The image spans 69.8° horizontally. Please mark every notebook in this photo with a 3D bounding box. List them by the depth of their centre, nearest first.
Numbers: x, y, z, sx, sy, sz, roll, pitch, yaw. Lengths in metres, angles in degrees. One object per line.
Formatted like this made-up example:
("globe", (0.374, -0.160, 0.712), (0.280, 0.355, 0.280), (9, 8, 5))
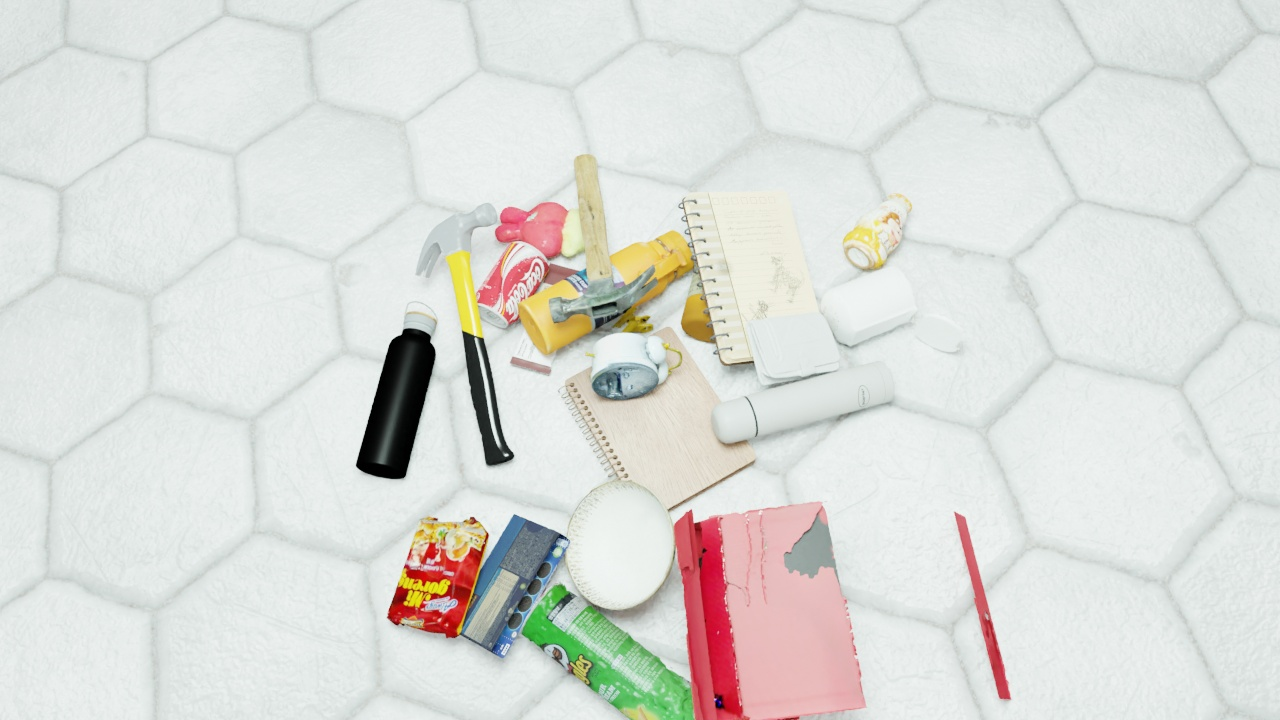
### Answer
("notebook", (0.018, 0.078, 1.143), (0.169, 0.022, 0.210), (-28, 67, -11))
("notebook", (0.143, -0.109, 1.163), (0.167, 0.024, 0.225), (-6, 76, -26))

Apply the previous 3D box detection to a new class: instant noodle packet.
("instant noodle packet", (-0.232, 0.244, 1.053), (0.099, 0.039, 0.135), (2, 64, 29))

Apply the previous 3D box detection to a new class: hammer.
("hammer", (-0.210, -0.028, 1.155), (0.127, 0.029, 0.323), (-17, 79, 26))
("hammer", (-0.059, -0.173, 1.193), (0.132, 0.033, 0.329), (-12, 44, 2))

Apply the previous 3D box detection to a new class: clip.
("clip", (-0.008, -0.050, 1.193), (0.044, 0.054, 0.049), (48, 50, 4))

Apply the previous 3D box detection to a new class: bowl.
("bowl", (-0.010, 0.212, 1.044), (0.145, 0.063, 0.145), (-12, 69, 32))

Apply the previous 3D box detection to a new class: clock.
("clock", (-0.007, 0.007, 1.119), (0.117, 0.083, 0.057), (-6, 58, -1))

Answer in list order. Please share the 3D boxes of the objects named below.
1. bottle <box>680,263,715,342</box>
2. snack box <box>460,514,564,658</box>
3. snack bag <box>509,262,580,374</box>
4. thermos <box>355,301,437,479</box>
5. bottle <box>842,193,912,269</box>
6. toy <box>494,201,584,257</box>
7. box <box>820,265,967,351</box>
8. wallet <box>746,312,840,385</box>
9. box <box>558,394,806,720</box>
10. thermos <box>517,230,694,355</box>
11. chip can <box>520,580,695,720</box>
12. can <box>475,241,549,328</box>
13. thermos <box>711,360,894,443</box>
("bottle", (0.102, -0.106, 1.197), (0.068, 0.068, 0.156), (12, 66, 8))
("snack box", (-0.150, 0.254, 1.047), (0.082, 0.027, 0.150), (13, 63, 42))
("snack bag", (-0.120, -0.057, 1.214), (0.057, 0.013, 0.157), (14, 66, 8))
("thermos", (-0.299, 0.030, 1.156), (0.061, 0.061, 0.230), (6, 66, 5))
("bottle", (0.318, -0.174, 1.221), (0.063, 0.063, 0.109), (33, 71, 16))
("toy", (-0.131, -0.178, 1.252), (0.135, 0.045, 0.091), (4, 56, -1))
("box", (0.317, -0.049, 1.157), (0.137, 0.083, 0.143), (-23, 61, -9))
("wallet", (0.189, -0.018, 1.122), (0.116, 0.032, 0.086), (-13, 78, -29))
("box", (0.068, 0.206, 0.817), (0.141, 0.511, 0.215), (-12, 63, 14))
("thermos", (-0.036, -0.089, 1.181), (0.232, 0.076, 0.091), (-29, 44, -18))
("chip can", (-0.023, 0.335, 0.998), (0.223, 0.075, 0.075), (34, 71, 16))
("can", (-0.170, -0.100, 1.207), (0.064, 0.064, 0.104), (25, 71, 13))
("thermos", (0.196, 0.052, 1.116), (0.224, 0.052, 0.052), (-14, 65, -10))
